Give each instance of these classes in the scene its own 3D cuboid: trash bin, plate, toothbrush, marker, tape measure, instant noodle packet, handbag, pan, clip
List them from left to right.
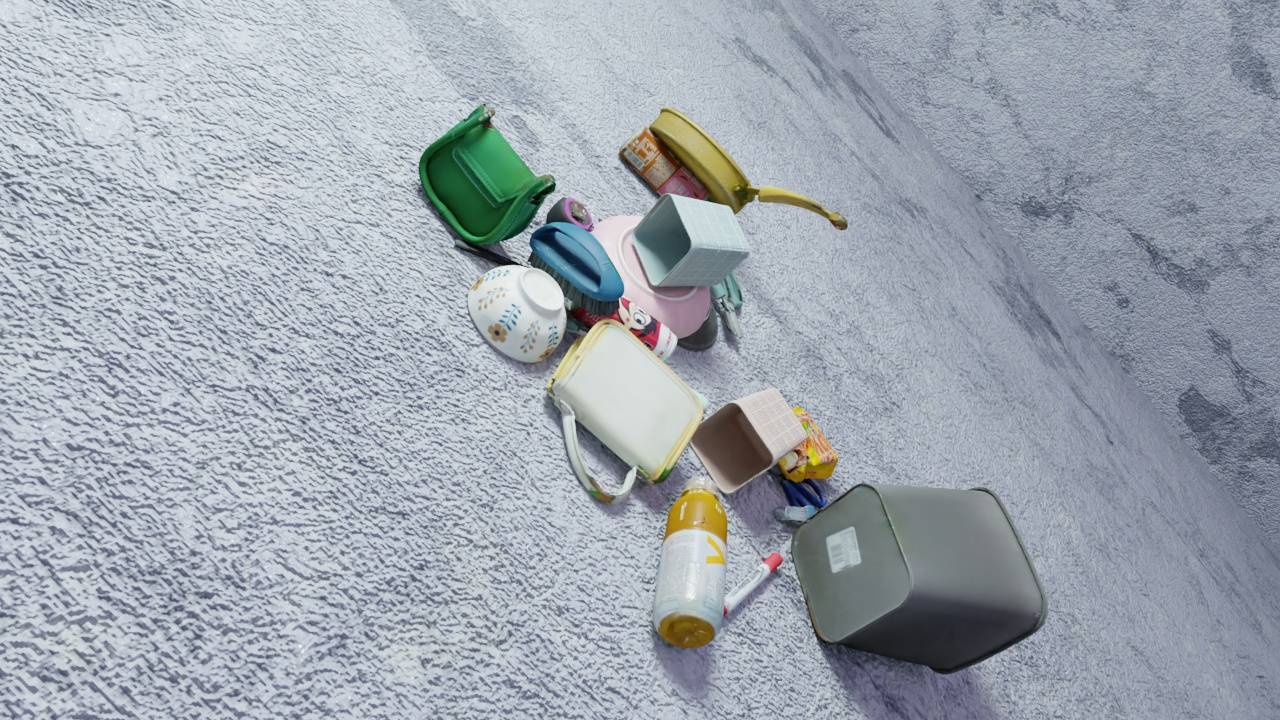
[{"bbox_3d":[-0.170,-0.201,1.014,0.131,0.120,0.067,49,27,2],"label":"handbag"},{"bbox_3d":[-0.135,-0.108,1.060,0.181,0.018,0.015,18,41,-38],"label":"toothbrush"},{"bbox_3d":[-0.088,-0.178,1.161,0.057,0.039,0.057,33,37,-26],"label":"tape measure"},{"bbox_3d":[-0.031,0.065,0.987,0.163,0.063,0.178,43,49,-11],"label":"handbag"},{"bbox_3d":[-0.006,0.006,1.089,0.224,0.027,0.026,32,79,-26],"label":"toothbrush"},{"bbox_3d":[0.016,-0.117,1.189,0.192,0.039,0.192,18,50,-23],"label":"plate"},{"bbox_3d":[0.047,-0.094,1.255,0.179,0.024,0.179,31,37,-27],"label":"plate"},{"bbox_3d":[0.154,-0.269,1.368,0.357,0.078,0.197,44,0,31],"label":"pan"},{"bbox_3d":[0.122,0.247,1.016,0.017,0.017,0.145,56,33,9],"label":"marker"},{"bbox_3d":[0.194,0.193,1.145,0.057,0.032,0.025,11,72,-35],"label":"clip"},{"bbox_3d":[0.209,0.108,1.220,0.128,0.044,0.110,4,50,-55],"label":"instant noodle packet"},{"bbox_3d":[0.320,0.252,1.101,0.219,0.200,0.198,16,45,-32],"label":"trash bin"}]

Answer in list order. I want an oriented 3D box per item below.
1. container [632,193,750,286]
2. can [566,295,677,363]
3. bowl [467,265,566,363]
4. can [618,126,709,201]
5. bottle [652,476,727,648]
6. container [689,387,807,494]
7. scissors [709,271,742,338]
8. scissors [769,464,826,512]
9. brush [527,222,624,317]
[{"bbox_3d":[0.067,-0.148,1.157,0.111,0.090,0.090,-2,60,-39],"label":"container"},{"bbox_3d":[-0.021,-0.045,1.098,0.132,0.053,0.053,35,36,-23],"label":"can"},{"bbox_3d":[-0.123,-0.060,0.986,0.113,0.062,0.113,29,38,-27],"label":"bowl"},{"bbox_3d":[0.036,-0.286,1.398,0.147,0.058,0.057,44,34,-10],"label":"can"},{"bbox_3d":[0.055,0.198,0.936,0.068,0.068,0.189,37,35,-20],"label":"bottle"},{"bbox_3d":[0.134,0.092,1.111,0.110,0.090,0.090,-20,73,-53],"label":"container"},{"bbox_3d":[0.130,-0.092,1.346,0.143,0.019,0.179,24,39,-50],"label":"scissors"},{"bbox_3d":[0.178,0.153,1.181,0.172,0.012,0.132,25,41,-31],"label":"scissors"},{"bbox_3d":[-0.071,-0.110,1.022,0.055,0.074,0.144,-21,49,-38],"label":"brush"}]
